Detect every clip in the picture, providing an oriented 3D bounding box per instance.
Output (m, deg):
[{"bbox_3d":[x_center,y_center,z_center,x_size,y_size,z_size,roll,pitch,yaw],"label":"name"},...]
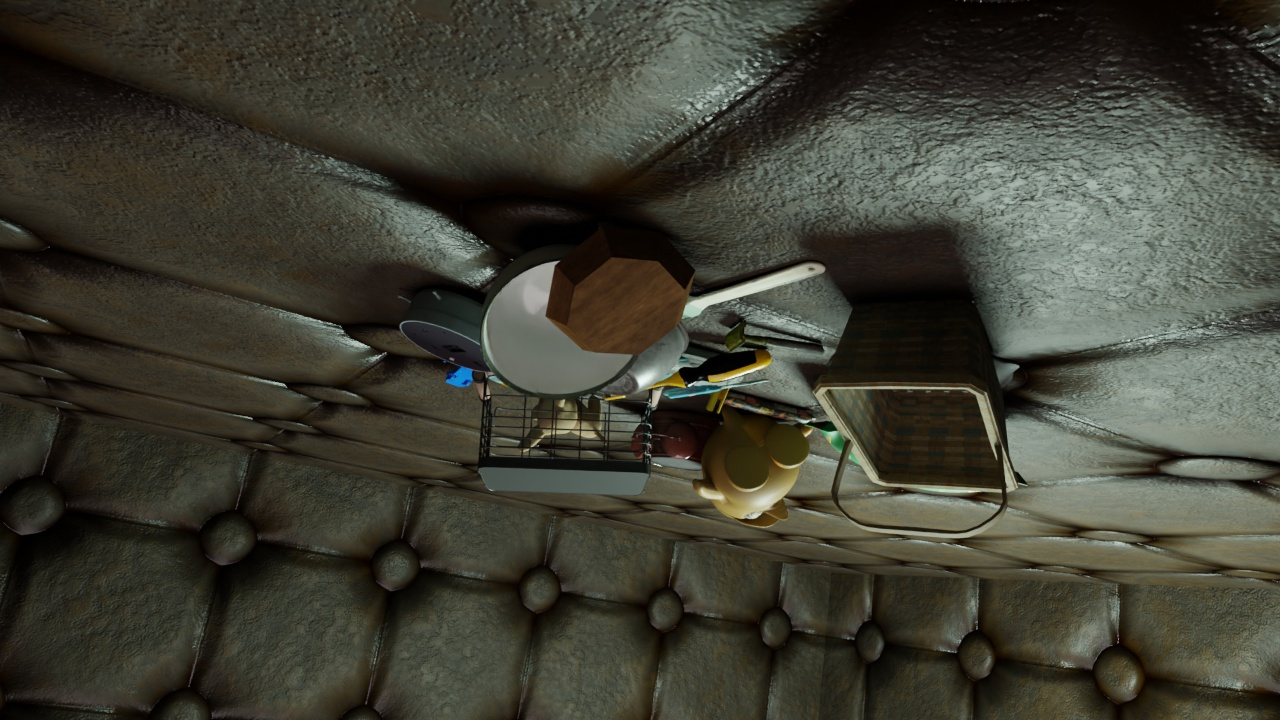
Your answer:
[{"bbox_3d":[0.091,0.035,1.161,0.039,0.053,0.047,16,-168,-21],"label":"clip"}]

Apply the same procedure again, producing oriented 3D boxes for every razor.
[{"bbox_3d":[0.146,-0.019,0.975,0.106,0.026,0.043,8,162,-14],"label":"razor"}]

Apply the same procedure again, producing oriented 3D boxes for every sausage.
[{"bbox_3d":[0.171,0.065,1.249,0.155,0.020,0.020,15,163,-19],"label":"sausage"}]

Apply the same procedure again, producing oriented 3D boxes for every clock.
[{"bbox_3d":[0.054,0.124,1.421,0.121,0.072,0.157,-4,161,37],"label":"clock"},{"bbox_3d":[-0.196,-0.027,1.038,0.123,0.045,0.159,-1,153,45],"label":"clock"}]

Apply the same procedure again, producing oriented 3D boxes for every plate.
[{"bbox_3d":[-0.015,-0.052,0.788,0.131,0.025,0.131,-7,128,-9],"label":"plate"}]

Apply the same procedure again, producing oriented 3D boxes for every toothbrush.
[{"bbox_3d":[0.053,0.019,1.046,0.197,0.031,0.031,-14,130,9],"label":"toothbrush"}]

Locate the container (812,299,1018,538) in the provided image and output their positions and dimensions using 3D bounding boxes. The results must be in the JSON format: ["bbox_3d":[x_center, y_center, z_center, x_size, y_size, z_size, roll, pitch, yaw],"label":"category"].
[{"bbox_3d":[0.268,0.075,0.873,0.158,0.186,0.250,-1,152,29],"label":"container"}]

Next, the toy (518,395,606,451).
[{"bbox_3d":[-0.106,0.079,1.328,0.108,0.134,0.105,19,-157,-36],"label":"toy"}]

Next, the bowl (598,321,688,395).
[{"bbox_3d":[-0.029,-0.011,0.947,0.145,0.067,0.145,15,153,8],"label":"bowl"}]

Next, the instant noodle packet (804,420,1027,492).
[{"bbox_3d":[0.342,0.110,1.141,0.253,0.090,0.195,15,-177,20],"label":"instant noodle packet"}]

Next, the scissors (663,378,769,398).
[{"bbox_3d":[0.091,0.033,1.082,0.138,0.015,0.063,-3,179,-23],"label":"scissors"}]

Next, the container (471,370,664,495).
[{"bbox_3d":[-0.094,0.092,1.175,0.241,0.130,0.163,2,162,-3],"label":"container"}]

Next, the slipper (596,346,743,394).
[{"bbox_3d":[-0.006,0.006,1.069,0.268,0.054,0.098,9,151,-11],"label":"slipper"}]

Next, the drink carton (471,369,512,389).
[{"bbox_3d":[-0.178,0.010,1.211,0.044,0.038,0.129,-1,162,30],"label":"drink carton"}]

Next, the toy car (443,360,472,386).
[{"bbox_3d":[-0.244,-0.001,1.261,0.033,0.061,0.092,23,129,-39],"label":"toy car"}]

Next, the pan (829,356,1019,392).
[{"bbox_3d":[0.348,0.041,1.066,0.217,0.024,0.354,-5,159,41],"label":"pan"}]

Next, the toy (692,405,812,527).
[{"bbox_3d":[0.160,0.171,1.348,0.198,0.162,0.204,-27,156,-17],"label":"toy"}]

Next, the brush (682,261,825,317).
[{"bbox_3d":[0.087,-0.064,0.865,0.033,0.012,0.218,20,159,-35],"label":"brush"}]

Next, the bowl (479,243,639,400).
[{"bbox_3d":[-0.074,-0.044,0.843,0.153,0.072,0.154,-8,128,-10],"label":"bowl"}]
